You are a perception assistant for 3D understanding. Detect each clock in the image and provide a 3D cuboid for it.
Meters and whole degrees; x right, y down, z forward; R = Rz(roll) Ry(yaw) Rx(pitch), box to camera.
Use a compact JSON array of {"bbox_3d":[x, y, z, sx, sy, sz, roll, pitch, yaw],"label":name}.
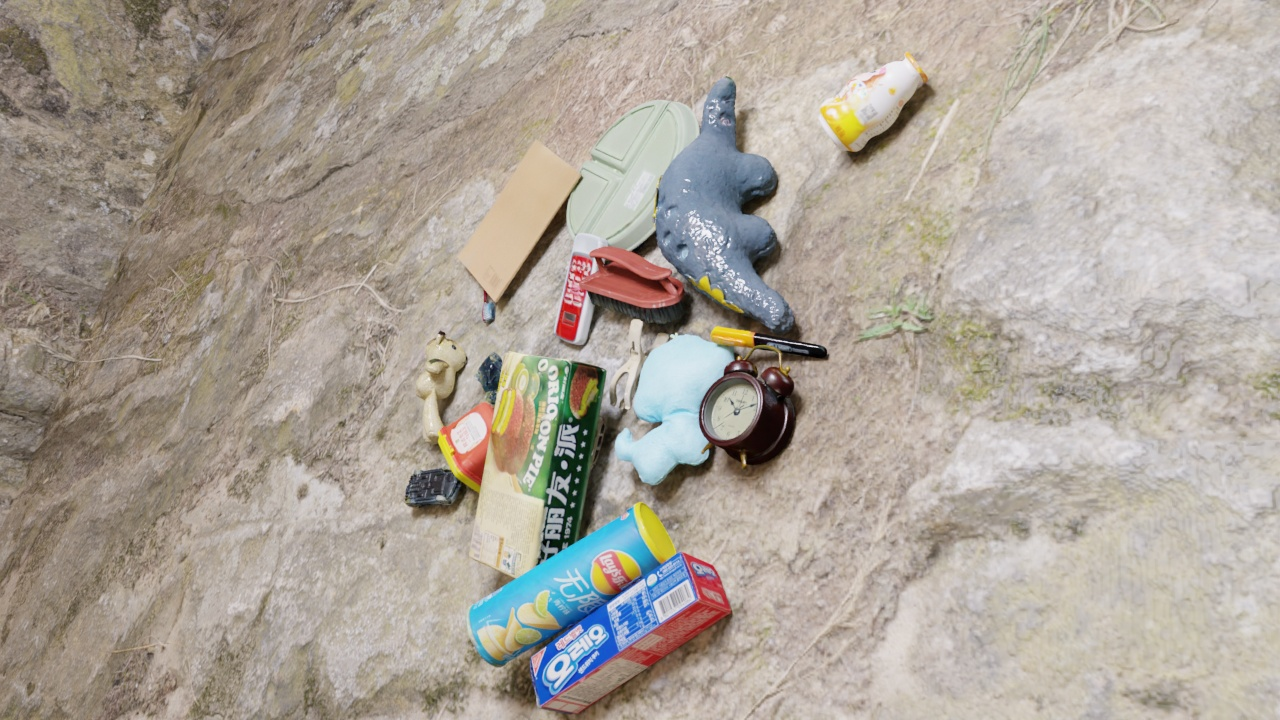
[{"bbox_3d":[0.106,0.043,0.888,0.082,0.055,0.122,15,81,47],"label":"clock"}]

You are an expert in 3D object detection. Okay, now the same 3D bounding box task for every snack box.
[{"bbox_3d":[-0.192,0.104,1.120,0.080,0.082,0.091,-42,44,3],"label":"snack box"},{"bbox_3d":[-0.115,0.115,1.008,0.115,0.063,0.240,7,87,45],"label":"snack box"},{"bbox_3d":[-0.015,0.263,0.873,0.208,0.058,0.057,-39,46,19],"label":"snack box"}]

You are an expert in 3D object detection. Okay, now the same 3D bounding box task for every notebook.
[{"bbox_3d":[-0.174,-0.199,1.293,0.212,0.012,0.149,-55,42,9],"label":"notebook"}]

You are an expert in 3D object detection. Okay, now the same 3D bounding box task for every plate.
[{"bbox_3d":[-0.017,-0.234,1.167,0.231,0.027,0.229,-29,48,37],"label":"plate"}]

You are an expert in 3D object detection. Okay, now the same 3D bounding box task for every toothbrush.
[{"bbox_3d":[-0.220,-0.131,1.327,0.017,0.016,0.187,-23,53,23],"label":"toothbrush"}]

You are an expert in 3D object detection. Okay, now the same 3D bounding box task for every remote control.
[{"bbox_3d":[-0.074,-0.089,1.132,0.056,0.020,0.136,23,102,48],"label":"remote control"}]

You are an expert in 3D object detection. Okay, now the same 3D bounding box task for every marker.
[{"bbox_3d":[0.126,-0.017,0.912,0.124,0.018,0.015,11,48,30],"label":"marker"}]

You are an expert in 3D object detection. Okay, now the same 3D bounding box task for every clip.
[{"bbox_3d":[-0.003,0.008,1.024,0.035,0.070,0.099,9,81,47],"label":"clip"}]

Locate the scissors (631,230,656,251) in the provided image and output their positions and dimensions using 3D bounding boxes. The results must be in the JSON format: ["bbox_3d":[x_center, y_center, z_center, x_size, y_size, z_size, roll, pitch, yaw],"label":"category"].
[{"bbox_3d":[-0.016,-0.202,1.178,0.173,0.012,0.126,34,92,50],"label":"scissors"}]

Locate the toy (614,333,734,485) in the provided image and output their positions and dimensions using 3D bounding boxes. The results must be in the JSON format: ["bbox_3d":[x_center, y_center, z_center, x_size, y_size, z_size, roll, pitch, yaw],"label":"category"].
[{"bbox_3d":[0.037,0.041,0.956,0.161,0.050,0.156,-28,59,13],"label":"toy"}]

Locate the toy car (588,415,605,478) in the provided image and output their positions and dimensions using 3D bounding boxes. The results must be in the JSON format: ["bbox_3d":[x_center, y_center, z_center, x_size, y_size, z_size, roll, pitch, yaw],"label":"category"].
[{"bbox_3d":[-0.066,0.102,1.032,0.042,0.035,0.090,14,89,47],"label":"toy car"}]

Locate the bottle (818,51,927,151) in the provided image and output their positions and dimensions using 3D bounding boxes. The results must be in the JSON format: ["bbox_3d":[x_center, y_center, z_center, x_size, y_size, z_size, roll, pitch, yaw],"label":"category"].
[{"bbox_3d":[0.238,-0.265,0.936,0.109,0.063,0.063,-37,46,22],"label":"bottle"}]

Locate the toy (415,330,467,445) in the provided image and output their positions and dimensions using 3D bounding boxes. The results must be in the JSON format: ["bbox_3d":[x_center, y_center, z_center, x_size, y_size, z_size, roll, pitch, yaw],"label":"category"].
[{"bbox_3d":[-0.275,0.040,1.254,0.105,0.066,0.157,110,163,-64],"label":"toy"}]

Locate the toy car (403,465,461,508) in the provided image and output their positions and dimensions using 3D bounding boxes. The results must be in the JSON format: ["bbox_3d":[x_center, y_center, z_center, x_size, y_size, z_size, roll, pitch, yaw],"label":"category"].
[{"bbox_3d":[-0.266,0.165,1.187,0.106,0.031,0.048,-13,60,40],"label":"toy car"}]

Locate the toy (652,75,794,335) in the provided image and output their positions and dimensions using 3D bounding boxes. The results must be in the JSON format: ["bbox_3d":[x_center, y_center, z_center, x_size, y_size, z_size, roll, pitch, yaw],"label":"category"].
[{"bbox_3d":[0.082,-0.166,1.008,0.138,0.091,0.355,-17,57,21],"label":"toy"}]

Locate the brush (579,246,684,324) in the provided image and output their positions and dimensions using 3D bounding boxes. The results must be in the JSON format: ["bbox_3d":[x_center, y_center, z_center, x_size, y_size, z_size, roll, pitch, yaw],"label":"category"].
[{"bbox_3d":[-0.006,-0.089,1.050,0.063,0.069,0.146,-33,34,-28],"label":"brush"}]

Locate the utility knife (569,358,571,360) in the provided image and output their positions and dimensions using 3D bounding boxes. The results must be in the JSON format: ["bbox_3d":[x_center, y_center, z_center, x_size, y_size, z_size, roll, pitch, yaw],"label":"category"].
[{"bbox_3d":[-0.107,0.070,1.103,0.034,0.018,0.160,-6,61,38],"label":"utility knife"}]

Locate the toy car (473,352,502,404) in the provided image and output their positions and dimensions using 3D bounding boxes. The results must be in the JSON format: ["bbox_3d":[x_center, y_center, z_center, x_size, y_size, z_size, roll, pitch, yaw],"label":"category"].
[{"bbox_3d":[-0.185,0.026,1.189,0.043,0.034,0.090,-53,40,10],"label":"toy car"}]

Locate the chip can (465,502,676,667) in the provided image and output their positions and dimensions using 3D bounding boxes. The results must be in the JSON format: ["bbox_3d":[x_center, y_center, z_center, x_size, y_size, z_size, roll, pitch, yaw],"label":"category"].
[{"bbox_3d":[-0.069,0.222,0.908,0.210,0.071,0.071,-32,47,10],"label":"chip can"}]
